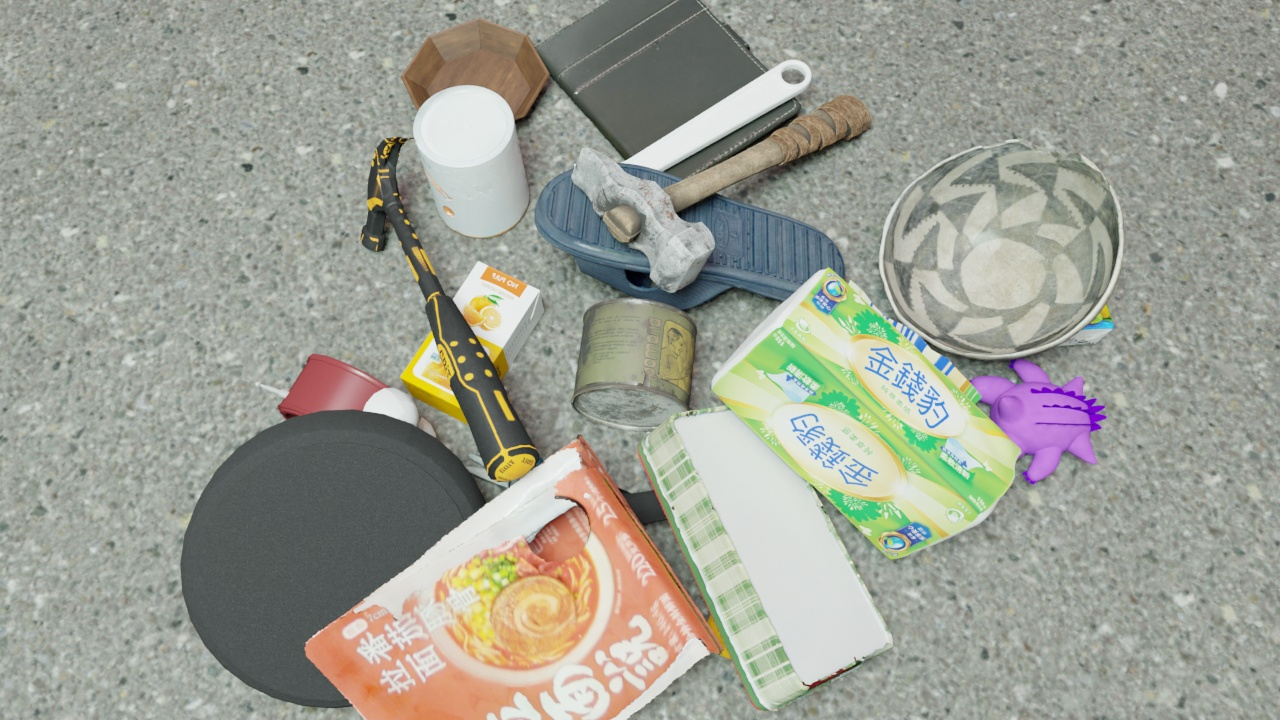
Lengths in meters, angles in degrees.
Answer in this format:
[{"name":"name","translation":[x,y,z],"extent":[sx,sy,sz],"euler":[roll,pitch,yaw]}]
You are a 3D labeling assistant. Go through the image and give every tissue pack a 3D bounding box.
[{"name":"tissue pack","translation":[0.175,0.022,0.670],"extent":[0.197,0.121,0.141],"euler":[47,53,-4]}]

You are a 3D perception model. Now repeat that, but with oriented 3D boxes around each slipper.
[{"name":"slipper","translation":[0.037,-0.088,0.755],"extent":[0.263,0.083,0.101],"euler":[11,59,-16]}]

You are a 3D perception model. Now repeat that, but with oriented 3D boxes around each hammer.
[{"name":"hammer","translation":[-0.148,-0.044,0.673],"extent":[0.036,0.124,0.320],"euler":[-5,48,-34]},{"name":"hammer","translation":[0.089,-0.162,0.747],"extent":[0.317,0.049,0.121],"euler":[-32,73,-36]}]

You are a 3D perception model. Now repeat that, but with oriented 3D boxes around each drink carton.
[{"name":"drink carton","translation":[0.353,-0.076,0.765],"extent":[0.044,0.039,0.128],"euler":[-3,67,-2]},{"name":"drink carton","translation":[-0.131,-0.017,0.738],"extent":[0.058,0.040,0.122],"euler":[26,69,10]}]

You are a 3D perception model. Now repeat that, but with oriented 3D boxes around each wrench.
[{"name":"wrench","translation":[0.037,-0.190,0.801],"extent":[0.273,0.018,0.066],"euler":[-33,72,-10]}]

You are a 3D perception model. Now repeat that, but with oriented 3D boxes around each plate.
[{"name":"plate","translation":[-0.151,-0.256,0.848],"extent":[0.131,0.025,0.131],"euler":[0,67,0]}]

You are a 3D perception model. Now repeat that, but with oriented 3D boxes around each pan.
[{"name":"pan","translation":[-0.128,0.127,0.633],"extent":[0.355,0.044,0.204],"euler":[-7,99,-10]}]

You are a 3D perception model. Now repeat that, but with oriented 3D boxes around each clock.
[{"name":"clock","translation":[-0.208,0.043,0.683],"extent":[0.138,0.096,0.048],"euler":[22,69,12]}]

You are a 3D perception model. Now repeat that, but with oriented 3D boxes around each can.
[{"name":"can","translation":[-0.004,0.004,0.703],"extent":[0.090,0.090,0.074],"euler":[6,66,2]}]

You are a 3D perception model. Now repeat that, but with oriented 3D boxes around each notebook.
[{"name":"notebook","translation":[0.025,-0.260,0.850],"extent":[0.169,0.029,0.209],"euler":[-34,75,-12]}]

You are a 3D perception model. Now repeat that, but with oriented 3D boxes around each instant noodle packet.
[{"name":"instant noodle packet","translation":[-0.083,0.180,0.608],"extent":[0.221,0.084,0.164],"euler":[-33,108,-4]}]

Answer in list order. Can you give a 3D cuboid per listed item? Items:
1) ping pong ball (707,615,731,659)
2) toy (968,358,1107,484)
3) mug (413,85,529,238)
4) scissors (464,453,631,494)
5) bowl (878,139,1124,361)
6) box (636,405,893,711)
[{"name":"ping pong ball","translation":[0.067,0.191,0.650],"extent":[0.040,0.040,0.040],"euler":[0,67,0]},{"name":"toy","translation":[0.305,0.043,0.705],"extent":[0.088,0.056,0.106],"euler":[4,65,-1]},{"name":"mug","translation":[-0.139,-0.164,0.765],"extent":[0.082,0.105,0.082],"euler":[0,67,-1]},{"name":"scissors","translation":[-0.064,0.107,0.696],"extent":[0.126,0.019,0.144],"euler":[-25,70,-12]},{"name":"bowl","translation":[0.288,-0.078,0.734],"extent":[0.179,0.081,0.178],"euler":[-9,70,27]},{"name":"box","translation":[0.086,0.129,0.647],"extent":[0.117,0.050,0.205],"euler":[-6,63,-45]}]
